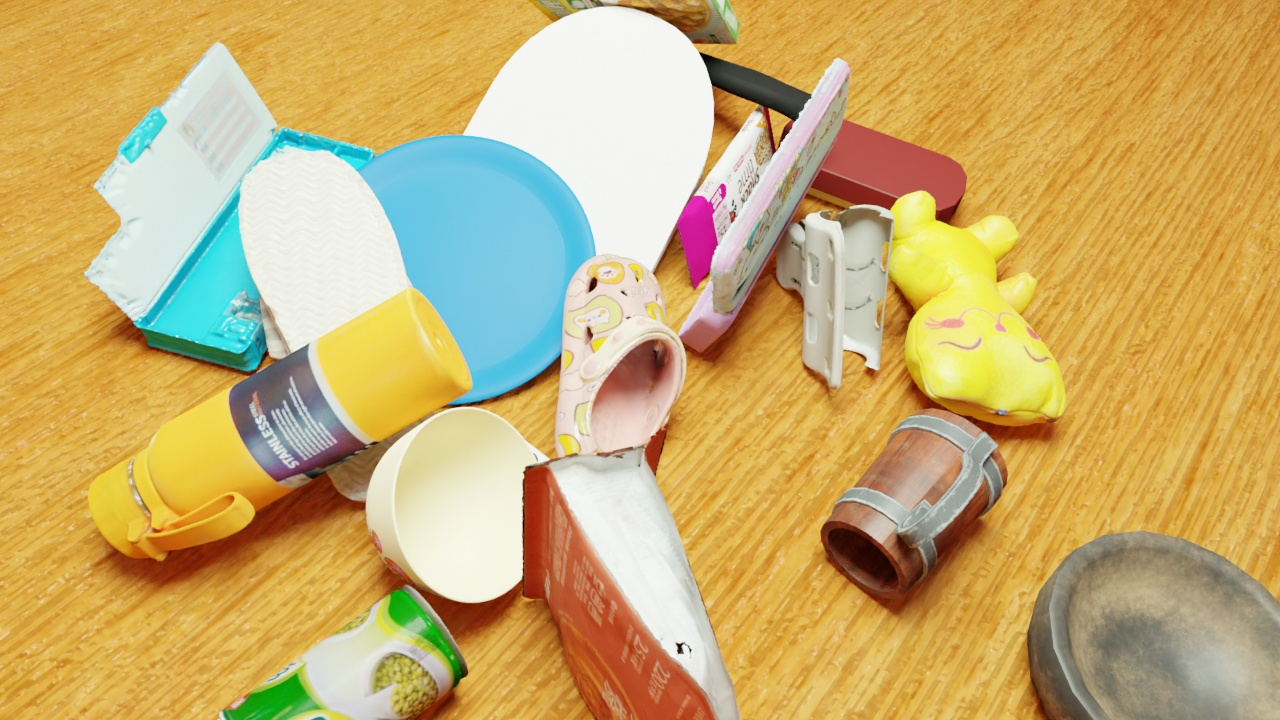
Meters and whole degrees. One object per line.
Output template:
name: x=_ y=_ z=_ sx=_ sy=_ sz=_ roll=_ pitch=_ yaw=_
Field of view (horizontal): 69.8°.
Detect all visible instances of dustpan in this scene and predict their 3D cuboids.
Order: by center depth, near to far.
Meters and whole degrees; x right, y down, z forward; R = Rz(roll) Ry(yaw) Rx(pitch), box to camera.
dustpan: x=-0.044 y=-0.176 z=0.787 sx=0.191 sy=0.053 sz=0.257 roll=26 pitch=79 yaw=4

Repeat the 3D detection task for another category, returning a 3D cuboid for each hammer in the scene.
hammer: x=0.058 y=-0.282 z=0.879 sx=0.126 sy=0.029 sz=0.324 roll=-30 pitch=45 yaw=-24

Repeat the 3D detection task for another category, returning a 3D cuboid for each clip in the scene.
clip: x=0.159 y=-0.062 z=0.718 sx=0.105 sy=0.127 sz=0.151 roll=0 pitch=27 yaw=3

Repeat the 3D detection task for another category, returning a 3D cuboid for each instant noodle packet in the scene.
instant noodle packet: x=0.010 y=0.173 z=0.481 sx=0.083 sy=0.165 sz=0.220 roll=-14 pitch=54 yaw=-19

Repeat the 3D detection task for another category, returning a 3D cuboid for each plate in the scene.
plate: x=-0.146 y=-0.072 z=0.718 sx=0.224 sy=0.024 sz=0.224 roll=1 pitch=73 yaw=-2

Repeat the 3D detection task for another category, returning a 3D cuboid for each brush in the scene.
brush: x=0.210 y=-0.172 z=0.851 sx=0.173 sy=0.042 sz=0.082 roll=24 pitch=53 yaw=13

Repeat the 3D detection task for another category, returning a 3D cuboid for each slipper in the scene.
slipper: x=-0.004 y=0.004 z=0.651 sx=0.082 sy=0.093 sz=0.196 roll=-20 pitch=49 yaw=34
slipper: x=-0.214 y=-0.026 z=0.660 sx=0.114 sy=0.054 sz=0.272 roll=-21 pitch=75 yaw=-11

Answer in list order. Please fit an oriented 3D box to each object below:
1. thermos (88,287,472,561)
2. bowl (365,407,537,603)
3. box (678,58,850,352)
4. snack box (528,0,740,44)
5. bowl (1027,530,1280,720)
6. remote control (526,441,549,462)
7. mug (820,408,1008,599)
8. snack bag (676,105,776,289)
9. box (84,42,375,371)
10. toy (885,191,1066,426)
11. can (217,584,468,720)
thermos: x=-0.224 y=0.044 z=0.567 sx=0.232 sy=0.076 sz=0.091 roll=-29 pitch=13 yaw=0
bowl: x=-0.128 y=0.093 z=0.581 sx=0.074 sy=0.118 sz=0.117 roll=-14 pitch=38 yaw=39
box: x=0.098 y=-0.115 z=0.703 sx=0.041 sy=0.151 sz=0.213 roll=28 pitch=67 yaw=7
snack box: x=-0.004 y=-0.319 z=0.834 sx=0.168 sy=0.131 sz=0.027 roll=7 pitch=94 yaw=16
bowl: x=0.313 y=0.191 z=0.557 sx=0.162 sy=0.070 sz=0.162 roll=3 pitch=52 yaw=-4
remote control: x=-0.070 y=0.090 z=0.635 sx=0.136 sy=0.013 sz=0.043 roll=34 pitch=56 yaw=20
mug: x=0.185 y=0.090 z=0.598 sx=0.110 sy=0.118 sz=0.081 roll=-40 pitch=83 yaw=-26
snack bag: x=0.081 y=-0.150 z=0.806 sx=0.016 sy=0.070 sz=0.196 roll=10 pitch=48 yaw=28
box: x=-0.325 y=-0.115 z=0.721 sx=0.168 sy=0.087 sz=0.226 roll=35 pitch=53 yaw=-23
toy: x=0.246 y=-0.036 z=0.722 sx=0.134 sy=0.088 sz=0.193 roll=10 pitch=53 yaw=-21
can: x=-0.164 y=0.188 z=0.513 sx=0.120 sy=0.067 sz=0.067 roll=-33 pitch=62 yaw=-28
